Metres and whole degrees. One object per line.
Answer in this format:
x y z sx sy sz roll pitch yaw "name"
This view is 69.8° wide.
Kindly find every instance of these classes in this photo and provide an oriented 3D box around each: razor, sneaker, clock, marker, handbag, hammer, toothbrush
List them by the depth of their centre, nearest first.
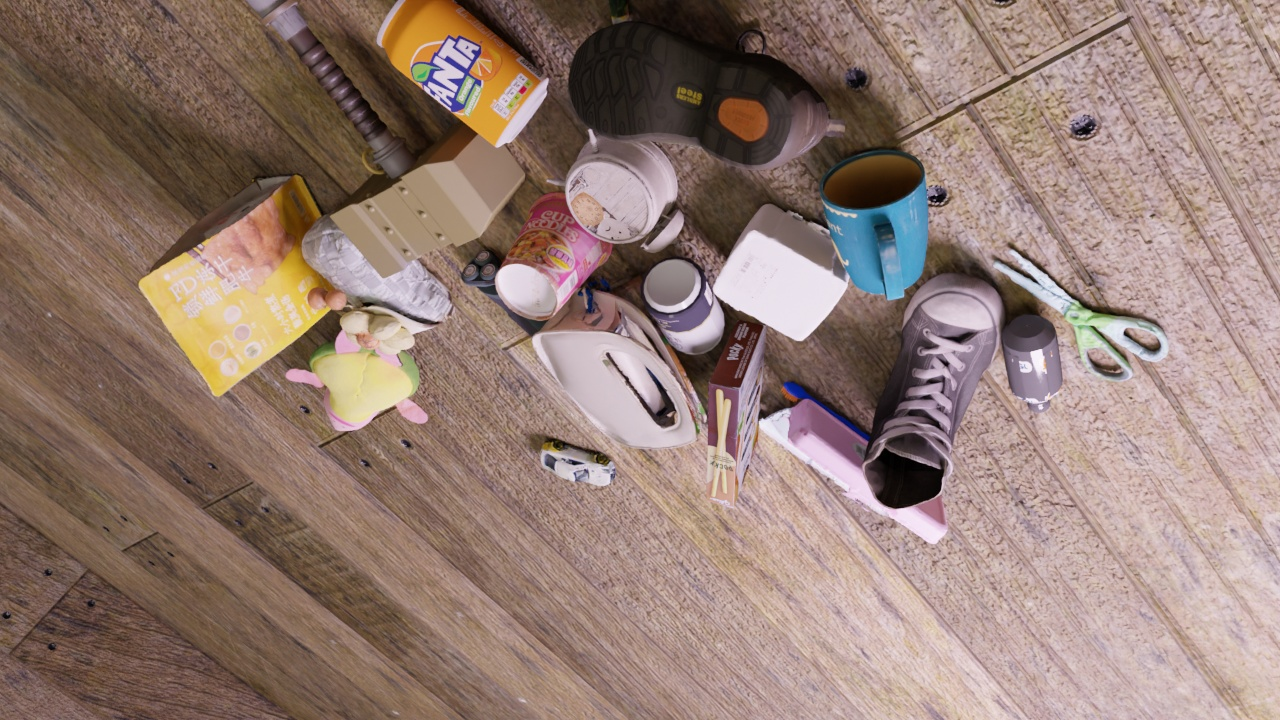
0.062 -0.220 0.751 0.238 0.142 0.101 27 118 34 "sneaker"
-0.012 -0.264 0.797 0.017 0.017 0.147 8 134 22 "marker"
0.272 0.032 0.863 0.095 0.119 0.235 21 135 8 "sneaker"
-0.008 -0.146 0.877 0.157 0.061 0.104 41 136 -11 "clock"
-0.282 -0.253 0.888 0.191 0.100 0.325 -15 123 37 "hammer"
-0.006 0.006 0.979 0.200 0.092 0.201 7 139 53 "handbag"
0.230 0.077 1.004 0.182 0.016 0.018 34 143 -6 "toothbrush"
-0.139 -0.064 1.043 0.143 0.047 0.052 45 164 -24 "razor"
-0.316 -0.086 1.053 0.113 0.123 0.171 -8 133 41 "handbag"

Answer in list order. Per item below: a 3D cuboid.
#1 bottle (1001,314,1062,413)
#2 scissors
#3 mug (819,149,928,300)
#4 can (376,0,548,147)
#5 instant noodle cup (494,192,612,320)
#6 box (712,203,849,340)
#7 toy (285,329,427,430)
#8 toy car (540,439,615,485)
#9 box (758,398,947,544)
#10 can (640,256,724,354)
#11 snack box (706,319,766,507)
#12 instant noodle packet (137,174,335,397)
0.360 0.006 0.841 0.047 0.046 0.112 -2 137 30 "bottle"
0.379 -0.039 0.815 0.175 0.032 0.079 36 140 -2 "scissors"
0.204 -0.103 0.774 0.084 0.112 0.104 -12 134 13 "mug"
-0.158 -0.265 0.827 0.142 0.078 0.079 38 137 -10 "can"
-0.093 -0.101 0.932 0.098 0.108 0.098 15 136 15 "instant noodle cup"
0.139 -0.091 0.873 0.107 0.076 0.103 28 136 -3 "box"
-0.369 0.026 1.218 0.190 0.087 0.239 16 145 -15 "toy"
-0.086 0.140 1.221 0.105 0.032 0.048 15 135 13 "toy car"
0.235 0.113 0.996 0.201 0.073 0.150 35 -177 -9 "box"
0.046 -0.050 0.917 0.064 0.064 0.127 9 162 20 "can"
0.103 0.060 0.991 0.032 0.100 0.186 13 136 16 "snack box"
-0.451 -0.088 1.051 0.084 0.220 0.163 7 133 27 "instant noodle packet"
